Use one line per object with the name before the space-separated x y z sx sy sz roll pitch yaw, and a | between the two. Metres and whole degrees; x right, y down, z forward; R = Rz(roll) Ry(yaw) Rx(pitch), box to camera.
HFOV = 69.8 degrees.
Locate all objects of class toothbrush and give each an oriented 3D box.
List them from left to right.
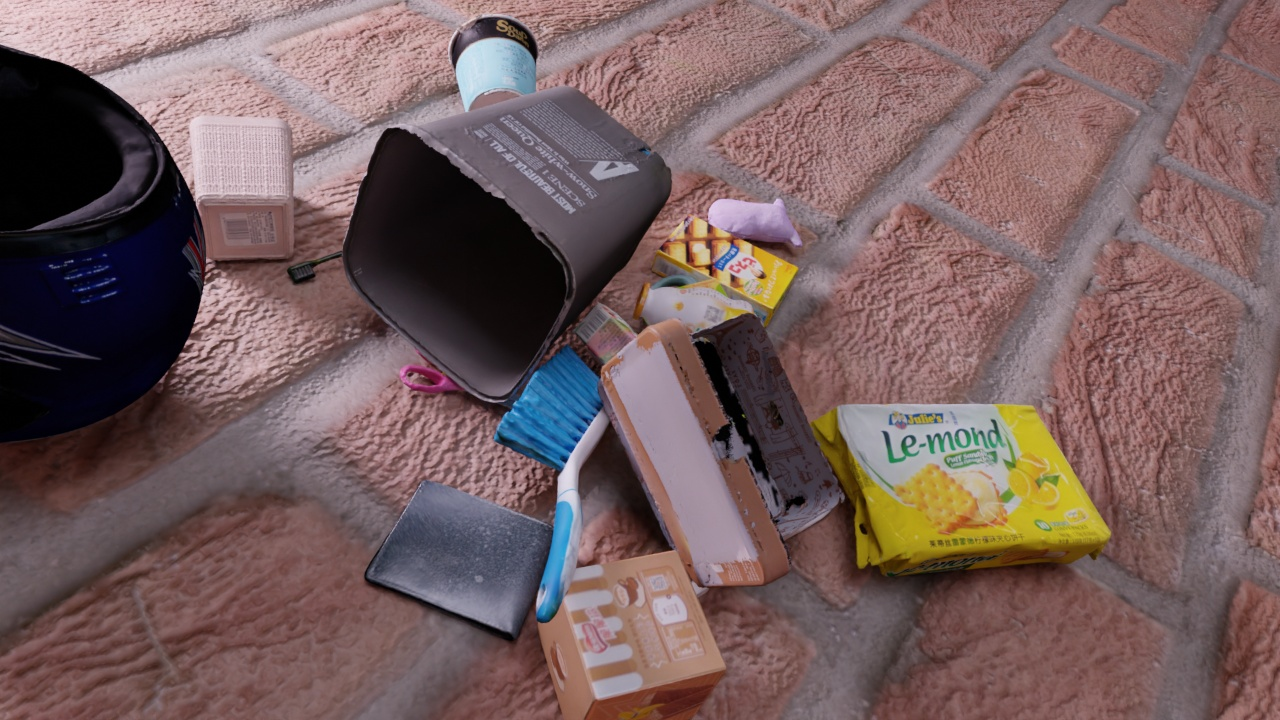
toothbrush | -0.244 -0.112 0.879 0.185 0.012 0.017 -23 64 -20
toothbrush | 0.102 0.152 0.758 0.179 0.016 0.016 -23 71 -36

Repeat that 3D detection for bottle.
bottle | 0.049 -0.037 0.830 0.108 0.063 0.063 19 43 -6

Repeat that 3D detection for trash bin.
trash bin | -0.102 -0.119 0.801 0.199 0.199 0.219 41 44 4

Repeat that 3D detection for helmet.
helmet | -0.466 -0.068 0.614 0.315 0.241 0.246 13 43 -23

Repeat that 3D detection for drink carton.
drink carton | -0.005 0.005 0.833 0.045 0.053 0.122 -47 63 2

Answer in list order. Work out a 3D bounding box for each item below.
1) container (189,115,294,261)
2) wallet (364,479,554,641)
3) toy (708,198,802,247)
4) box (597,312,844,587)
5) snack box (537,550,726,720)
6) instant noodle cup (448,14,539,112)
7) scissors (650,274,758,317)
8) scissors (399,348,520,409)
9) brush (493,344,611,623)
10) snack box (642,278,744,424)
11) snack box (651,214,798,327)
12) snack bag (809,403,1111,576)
container | -0.368 -0.157 0.856 0.089 0.090 0.110 -4 51 -22
wallet | -0.130 0.146 0.685 0.121 0.019 0.097 20 44 4
toy | 0.129 -0.165 1.066 0.108 0.039 0.083 1 47 -15
box | 0.075 0.053 0.684 0.157 0.218 0.180 -22 84 -22
snack box | -0.010 0.197 0.631 0.094 0.077 0.092 -5 49 -24
instant noodle cup | -0.171 -0.328 1.087 0.111 0.111 0.120 2 54 -17
scissors | 0.036 -0.028 0.911 0.161 0.019 0.178 43 53 18
scissors | -0.145 0.028 0.800 0.137 0.017 0.071 28 39 5
brush | -0.064 0.077 0.691 0.109 0.061 0.313 32 23 1
snack box | 0.070 -0.004 0.874 0.085 0.026 0.156 -15 64 -28
snack box | 0.092 -0.099 0.993 0.140 0.034 0.086 30 45 9
snack bag | 0.280 0.116 0.817 0.246 0.068 0.157 1 47 -18
